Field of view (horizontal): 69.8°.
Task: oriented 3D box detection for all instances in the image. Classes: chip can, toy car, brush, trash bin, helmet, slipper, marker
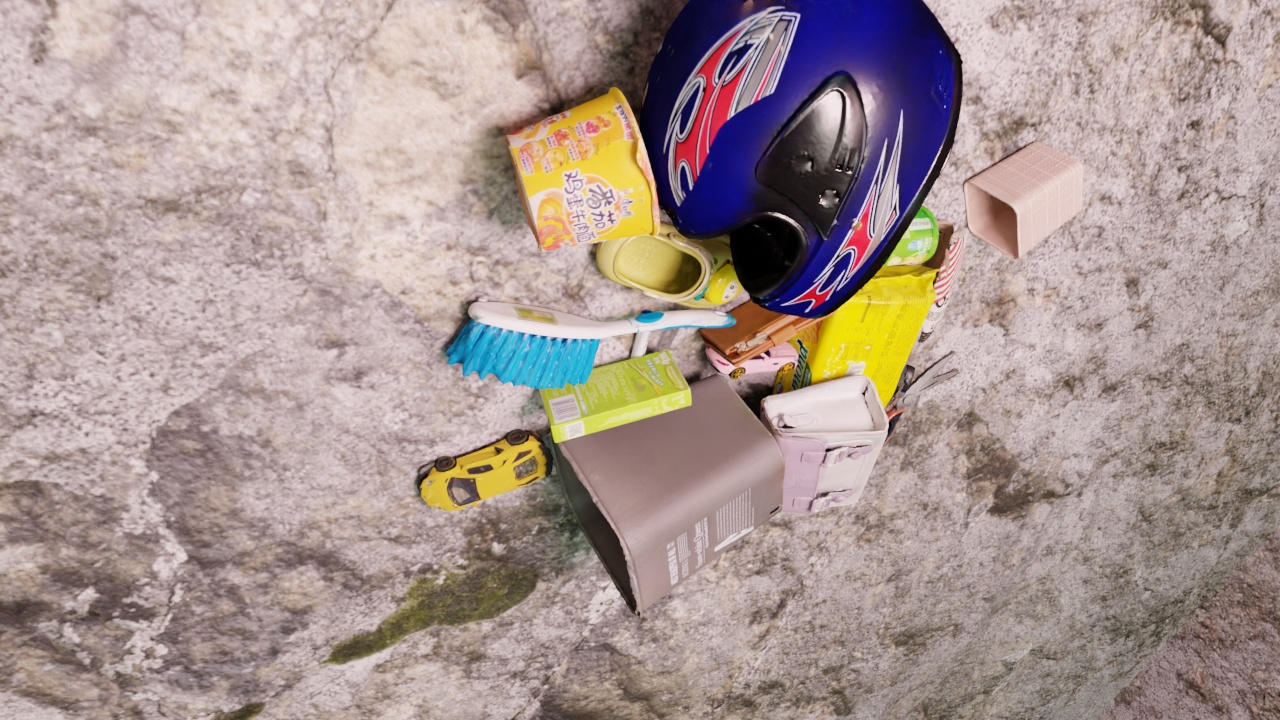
[{"bbox_3d":[0.241,-0.137,1.057,0.221,0.072,0.073,-9,128,-23],"label":"chip can"},{"bbox_3d":[-0.177,0.131,1.053,0.155,0.041,0.071,-18,131,-15],"label":"toy car"},{"bbox_3d":[-0.044,-0.022,0.989,0.314,0.060,0.110,8,115,-29],"label":"brush"},{"bbox_3d":[0.037,0.148,1.077,0.219,0.198,0.199,-26,144,-15],"label":"trash bin"},{"bbox_3d":[0.116,-0.202,0.818,0.240,0.246,0.316,15,121,-17],"label":"helmet"},{"bbox_3d":[0.043,-0.092,0.976,0.190,0.081,0.092,11,121,-32],"label":"slipper"},{"bbox_3d":[-0.006,0.006,1.068,0.016,0.017,0.146,-4,127,-27],"label":"marker"},{"bbox_3d":[0.136,-0.009,1.110,0.122,0.056,0.037,-5,133,-26],"label":"toy car"}]

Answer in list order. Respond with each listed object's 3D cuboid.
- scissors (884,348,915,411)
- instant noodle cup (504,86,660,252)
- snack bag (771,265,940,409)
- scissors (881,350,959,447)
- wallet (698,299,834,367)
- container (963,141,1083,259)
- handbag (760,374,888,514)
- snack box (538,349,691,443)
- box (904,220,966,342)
[{"bbox_3d":[0.338,0.049,1.244,0.014,0.159,0.181,20,156,4],"label":"scissors"},{"bbox_3d":[-0.055,-0.165,0.830,0.109,0.138,0.138,-17,132,-7],"label":"instant noodle cup"},{"bbox_3d":[0.267,-0.013,1.156,0.158,0.068,0.247,-1,129,-16],"label":"snack bag"},{"bbox_3d":[0.368,0.068,1.333,0.189,0.015,0.222,4,122,-32],"label":"scissors"},{"bbox_3d":[0.142,-0.045,1.052,0.131,0.108,0.031,-30,114,-6],"label":"wallet"},{"bbox_3d":[0.475,-0.201,1.130,0.111,0.090,0.090,-33,134,-7],"label":"container"},{"bbox_3d":[0.219,0.116,1.155,0.145,0.098,0.197,-7,144,-3],"label":"handbag"},{"bbox_3d":[-0.030,0.037,1.016,0.156,0.085,0.026,-15,127,-8],"label":"snack box"},{"bbox_3d":[0.364,-0.106,1.177,0.074,0.081,0.164,-39,143,-43],"label":"box"}]
